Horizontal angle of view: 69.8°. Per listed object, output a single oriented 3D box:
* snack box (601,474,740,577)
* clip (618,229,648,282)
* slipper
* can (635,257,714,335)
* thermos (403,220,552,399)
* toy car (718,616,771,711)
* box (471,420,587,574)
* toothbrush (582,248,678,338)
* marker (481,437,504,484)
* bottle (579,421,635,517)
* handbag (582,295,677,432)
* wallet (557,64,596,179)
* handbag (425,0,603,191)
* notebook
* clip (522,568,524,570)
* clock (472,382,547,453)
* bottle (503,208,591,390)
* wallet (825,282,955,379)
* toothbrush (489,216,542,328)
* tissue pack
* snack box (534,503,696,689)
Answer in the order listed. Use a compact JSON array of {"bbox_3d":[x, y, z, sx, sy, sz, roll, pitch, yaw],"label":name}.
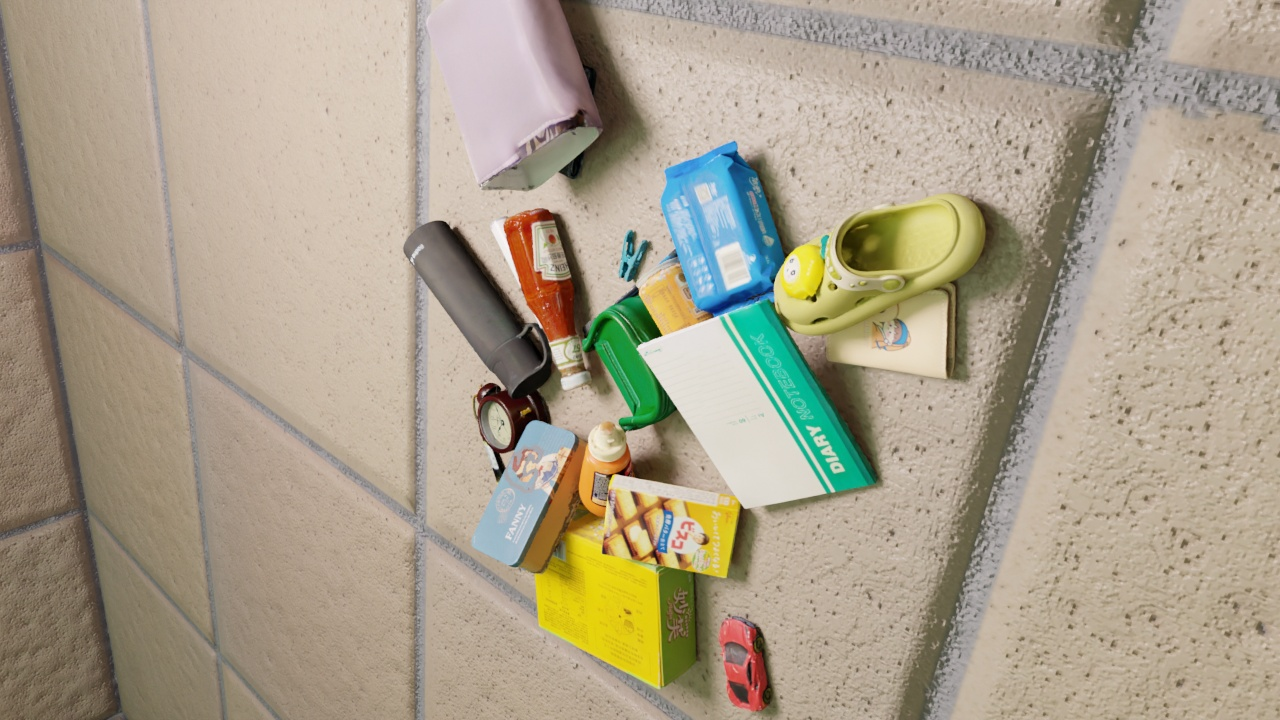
[{"bbox_3d":[0.031,0.176,0.978,0.140,0.033,0.087,9,114,4],"label":"snack box"},{"bbox_3d":[-0.010,-0.110,0.976,0.039,0.013,0.056,38,126,28],"label":"clip"},{"bbox_3d":[0.179,-0.088,0.747,0.191,0.081,0.091,-21,57,39],"label":"slipper"},{"bbox_3d":[0.054,-0.027,0.913,0.058,0.058,0.146,-38,77,44],"label":"can"},{"bbox_3d":[-0.194,-0.071,1.130,0.090,0.068,0.242,-46,73,24],"label":"thermos"},{"bbox_3d":[0.111,0.333,1.006,0.049,0.031,0.106,-1,102,42],"label":"toy car"},{"bbox_3d":[-0.125,0.166,1.079,0.090,0.059,0.184,11,69,40],"label":"box"},{"bbox_3d":[-0.011,-0.073,0.990,0.190,0.014,0.016,-40,60,44],"label":"toothbrush"},{"bbox_3d":[-0.190,0.148,1.235,0.018,0.015,0.124,-26,83,44],"label":"marker"},{"bbox_3d":[-0.036,0.115,1.013,0.067,0.066,0.150,40,151,26],"label":"bottle"},{"bbox_3d":[-0.006,0.006,0.973,0.120,0.067,0.131,-40,77,49],"label":"handbag"},{"bbox_3d":[-0.095,-0.269,0.996,0.097,0.019,0.121,31,121,32],"label":"wallet"},{"bbox_3d":[-0.124,-0.292,0.939,0.145,0.098,0.197,-26,81,44],"label":"handbag"},{"bbox_3d":[0.109,0.049,0.858,0.151,0.012,0.209,-19,113,38],"label":"notebook"},{"bbox_3d":[-0.154,0.251,1.235,0.027,0.044,0.058,-36,74,45],"label":"clip"},{"bbox_3d":[-0.171,0.072,1.160,0.122,0.055,0.082,16,115,41],"label":"clock"},{"bbox_3d":[-0.100,-0.068,1.039,0.060,0.059,0.206,-16,91,45],"label":"bottle"},{"bbox_3d":[0.212,-0.034,0.788,0.115,0.024,0.087,11,108,43],"label":"wallet"},{"bbox_3d":[-0.119,-0.069,1.082,0.026,0.026,0.221,-30,83,20],"label":"toothbrush"},{"bbox_3d":[0.079,-0.120,0.861,0.095,0.052,0.157,-18,92,43],"label":"tissue pack"},{"bbox_3d":[-0.035,0.273,1.093,0.210,0.069,0.158,12,112,40],"label":"snack box"}]
